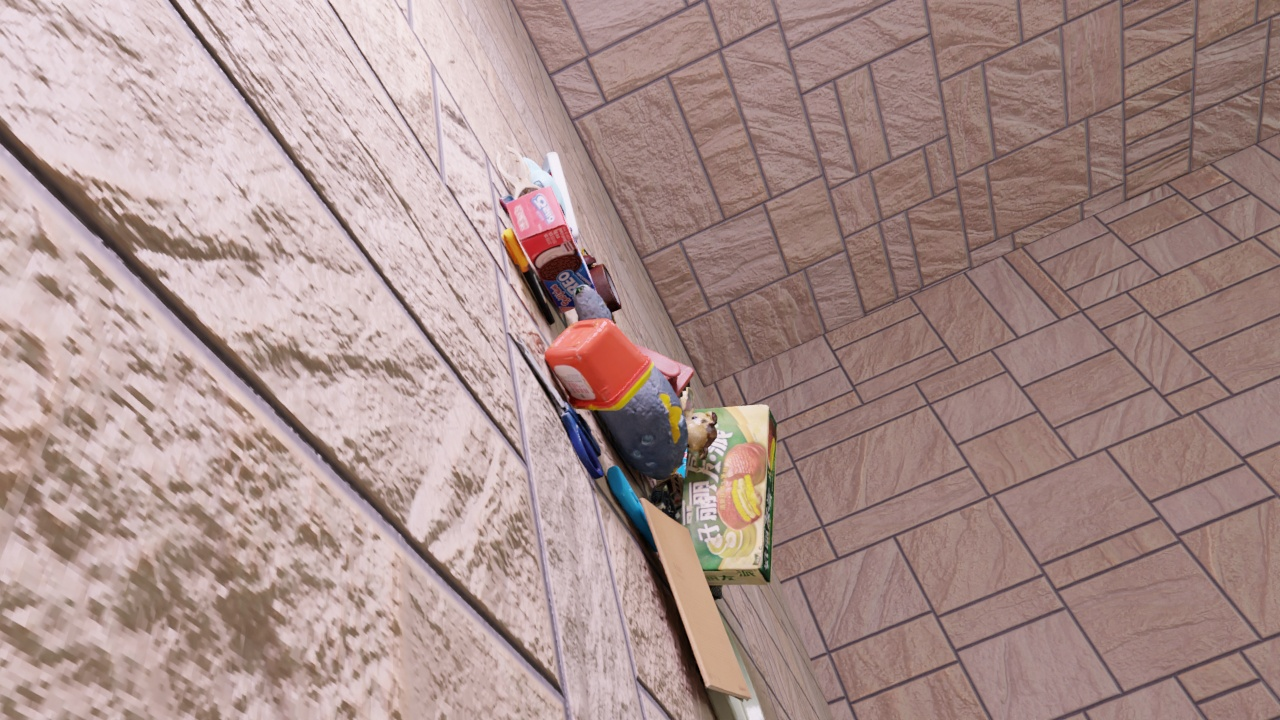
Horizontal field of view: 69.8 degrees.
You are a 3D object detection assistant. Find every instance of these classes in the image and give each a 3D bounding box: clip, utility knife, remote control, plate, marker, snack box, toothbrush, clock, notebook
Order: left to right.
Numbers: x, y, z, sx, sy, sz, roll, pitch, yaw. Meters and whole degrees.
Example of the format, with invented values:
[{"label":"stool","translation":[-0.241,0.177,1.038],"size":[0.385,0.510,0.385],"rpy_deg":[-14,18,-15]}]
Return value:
[{"label":"clip","translation":[-0.154,-0.229,1.184],"size":[0.100,0.070,0.034],"rpy_deg":[60,3,17]},{"label":"marker","translation":[-0.124,-0.092,1.023],"size":[0.018,0.015,0.124],"rpy_deg":[-108,175,-60]},{"label":"toothbrush","translation":[-0.132,-0.150,1.162],"size":[0.187,0.017,0.016],"rpy_deg":[57,12,-56]},{"label":"snack box","translation":[-0.099,-0.125,1.079],"size":[0.207,0.057,0.058],"rpy_deg":[69,-1,-69]},{"label":"remote control","translation":[-0.118,-0.233,1.336],"size":[0.056,0.020,0.136],"rpy_deg":[144,-68,-71]},{"label":"clock","translation":[-0.071,-0.114,1.394],"size":[0.082,0.055,0.122],"rpy_deg":[50,20,-69]},{"label":"snack box","translation":[-0.047,0.004,0.940],"size":[0.091,0.081,0.080],"rpy_deg":[-2,-49,55]},{"label":"utility knife","translation":[-0.001,0.176,1.030],"size":[0.034,0.018,0.161],"rpy_deg":[-109,173,-46]},{"label":"notebook","translation":[0.060,0.265,1.011],"size":[0.149,0.012,0.211],"rpy_deg":[48,18,-57]},{"label":"plate","translation":[0.105,0.383,1.095],"size":[0.230,0.027,0.230],"rpy_deg":[-23,89,-84]},{"label":"snack box","translation":[0.119,0.178,1.230],"size":[0.063,0.115,0.239],"rpy_deg":[56,35,-52]}]

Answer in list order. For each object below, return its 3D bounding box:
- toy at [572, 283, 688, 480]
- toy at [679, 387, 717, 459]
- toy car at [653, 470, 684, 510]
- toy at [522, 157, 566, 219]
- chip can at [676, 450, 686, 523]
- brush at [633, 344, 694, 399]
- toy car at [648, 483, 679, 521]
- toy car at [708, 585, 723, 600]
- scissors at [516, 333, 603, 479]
[{"label":"toy","translation":[-0.003,0.061,1.115],"size":[0.138,0.091,0.357],"rpy_deg":[46,-16,47]},{"label":"toy","translation":[0.037,0.083,1.240],"size":[0.066,0.157,0.105],"rpy_deg":[5,98,-46]},{"label":"toy car","translation":[0.042,0.180,1.282],"size":[0.035,0.042,0.090],"rpy_deg":[62,7,-19]},{"label":"toy","translation":[-0.135,-0.222,1.279],"size":[0.161,0.049,0.156],"rpy_deg":[83,-17,-65]},{"label":"chip can","translation":[0.079,0.193,1.392],"size":[0.210,0.071,0.071],"rpy_deg":[-99,164,-77]},{"label":"brush","translation":[-0.007,0.007,1.189],"size":[0.146,0.063,0.069],"rpy_deg":[23,-31,26]},{"label":"toy car","translation":[0.026,0.191,1.141],"size":[0.105,0.031,0.049],"rpy_deg":[-65,135,-75]},{"label":"toy car","translation":[0.091,0.296,1.297],"size":[0.043,0.034,0.090],"rpy_deg":[40,26,-84]},{"label":"scissors","translation":[-0.078,0.039,0.906],"size":[0.173,0.012,0.126],"rpy_deg":[65,7,-1]}]
